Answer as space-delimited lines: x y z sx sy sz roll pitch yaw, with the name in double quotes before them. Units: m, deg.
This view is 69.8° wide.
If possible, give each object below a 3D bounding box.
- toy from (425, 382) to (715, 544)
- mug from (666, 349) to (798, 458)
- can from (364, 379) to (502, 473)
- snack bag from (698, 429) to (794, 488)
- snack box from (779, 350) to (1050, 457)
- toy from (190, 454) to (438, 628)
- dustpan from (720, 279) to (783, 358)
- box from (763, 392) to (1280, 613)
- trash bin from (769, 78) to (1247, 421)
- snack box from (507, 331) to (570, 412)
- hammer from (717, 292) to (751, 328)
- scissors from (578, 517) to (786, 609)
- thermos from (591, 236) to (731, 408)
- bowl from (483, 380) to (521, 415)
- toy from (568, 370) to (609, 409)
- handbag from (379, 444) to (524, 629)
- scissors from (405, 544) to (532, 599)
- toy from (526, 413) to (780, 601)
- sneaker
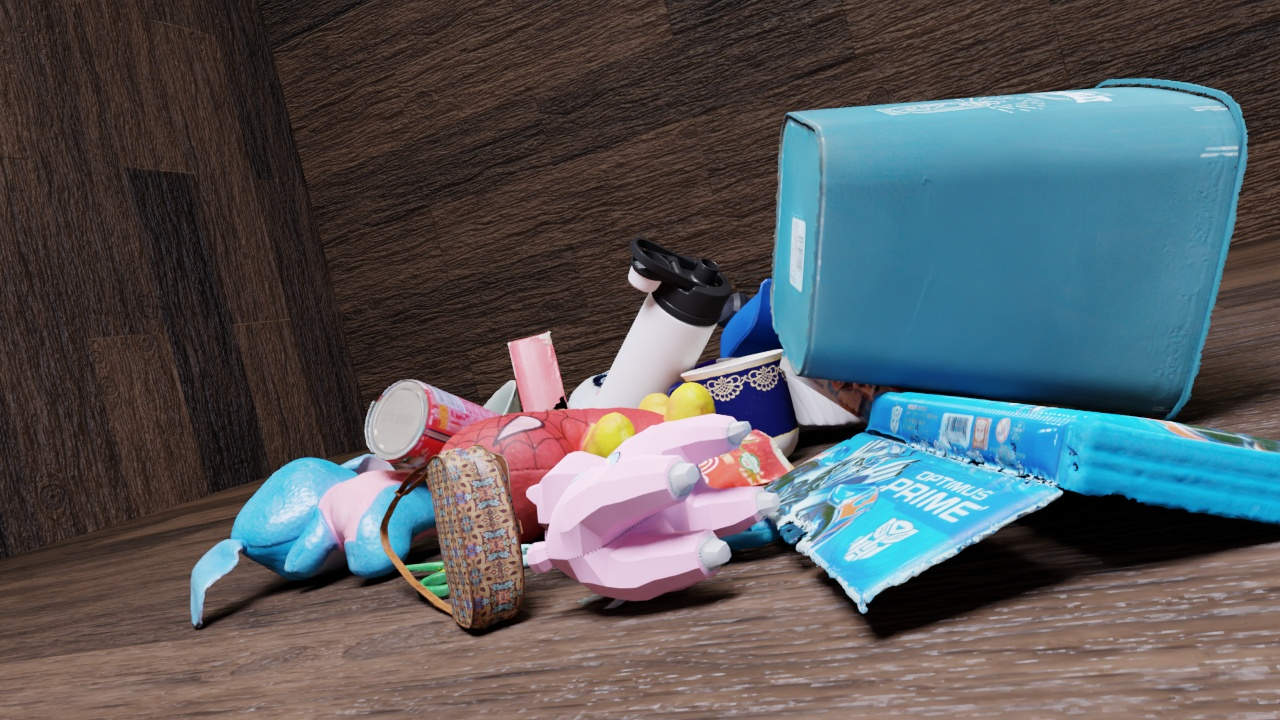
"toy" -0.052 0.077 0.696 0.216 0.098 0.148 -13 -11 -17
"mug" 0.075 0.047 0.762 0.112 0.089 0.085 -13 1 32
"can" -0.154 0.063 0.746 0.067 0.066 0.124 -14 -25 29
"snack bag" 0.024 0.094 0.617 0.154 0.044 0.087 -21 12 -22
"snack box" 0.204 0.006 0.672 0.142 0.040 0.145 -14 35 -35
"toy" -0.245 0.134 0.737 0.192 0.099 0.223 -1 15 27
"dustpan" 0.152 0.010 0.951 0.245 0.059 0.258 11 -21 -27
"box" 0.149 0.045 0.438 0.175 0.060 0.243 -10 0 -3
"trash bin" 0.204 -0.075 0.581 0.218 0.199 0.196 1 19 0
"snack box" -0.092 0.055 0.895 0.044 0.076 0.273 -13 -17 -7
"hammer" 0.227 -0.029 0.971 0.312 0.035 0.140 10 -24 -23
"scissors" 0.013 0.110 0.505 0.134 0.016 0.083 -20 8 -32
"thermos" -0.005 0.005 0.810 0.101 0.230 0.068 12 33 -23
"bowl" -0.146 0.108 0.897 0.174 0.068 0.174 -53 14 19
"toy" -0.004 0.067 0.976 0.138 0.101 0.179 -1 17 -17
"handbag" -0.117 0.105 0.542 0.043 0.093 0.196 -8 -7 -32
"scissors" -0.116 0.138 0.630 0.108 0.012 0.132 -14 2 -15
"toy" -0.010 0.078 0.485 0.158 0.067 0.123 -18 6 37
"sneaker" 0.131 0.035 0.847 0.245 0.091 0.111 -15 -7 32
